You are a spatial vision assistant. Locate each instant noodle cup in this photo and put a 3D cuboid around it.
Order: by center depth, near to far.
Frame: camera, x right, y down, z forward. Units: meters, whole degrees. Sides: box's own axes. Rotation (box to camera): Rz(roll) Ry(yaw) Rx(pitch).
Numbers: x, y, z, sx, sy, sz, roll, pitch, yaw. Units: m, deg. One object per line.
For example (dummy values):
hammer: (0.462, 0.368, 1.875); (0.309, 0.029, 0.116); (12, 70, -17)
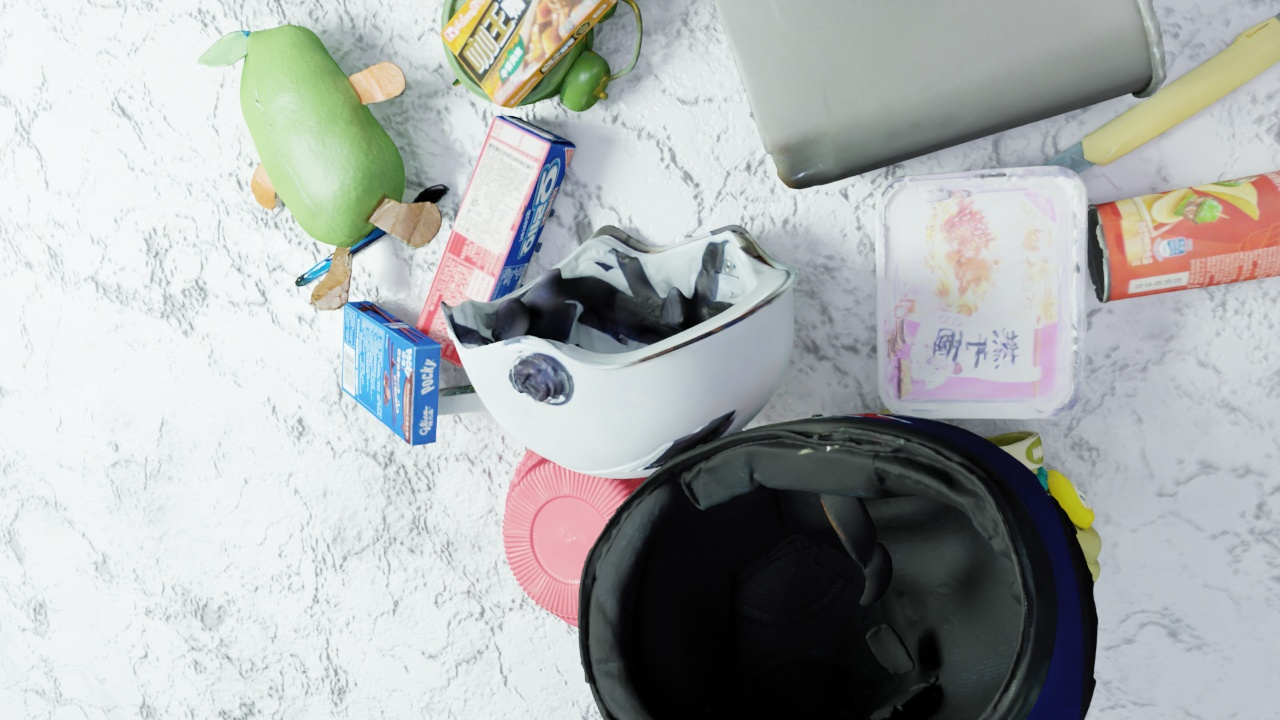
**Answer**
instant noodle cup: (0.241, -0.048, 0.657); (0.138, 0.060, 0.173); (0, 100, 16)
instant noodle cup: (-0.045, 0.144, 0.771); (0.194, 0.065, 0.194); (1, 93, 24)

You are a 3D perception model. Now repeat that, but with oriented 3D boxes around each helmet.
helmet: (0.132, 0.154, 0.550); (0.316, 0.240, 0.247); (-20, 64, 42)
helmet: (-0.004, 0.004, 0.664); (0.259, 0.228, 0.146); (9, 121, 37)

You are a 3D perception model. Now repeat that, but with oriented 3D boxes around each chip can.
chip can: (0.410, -0.087, 0.593); (0.217, 0.073, 0.073); (-10, 98, 19)

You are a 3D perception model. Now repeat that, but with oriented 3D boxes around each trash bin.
trash bin: (0.183, -0.221, 0.583); (0.220, 0.198, 0.199); (-19, 93, 27)

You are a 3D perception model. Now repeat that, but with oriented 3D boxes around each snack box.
snack box: (-0.071, -0.265, 0.670); (0.154, 0.026, 0.075); (-40, 87, 20)
snack box: (-0.122, -0.098, 0.765); (0.058, 0.057, 0.208); (29, 108, 12)
snack box: (-0.217, 0.007, 0.787); (0.157, 0.026, 0.085); (25, 114, 48)

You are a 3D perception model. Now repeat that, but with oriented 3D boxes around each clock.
clock: (-0.076, -0.256, 0.718); (0.161, 0.056, 0.116); (10, 105, 15)

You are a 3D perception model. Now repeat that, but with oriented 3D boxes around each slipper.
slipper: (0.261, 0.085, 0.668); (0.190, 0.091, 0.082); (38, 107, 10)

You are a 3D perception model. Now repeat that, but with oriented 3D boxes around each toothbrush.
toothbrush: (-0.244, -0.111, 0.826); (0.190, 0.016, 0.014); (-27, 101, 23)

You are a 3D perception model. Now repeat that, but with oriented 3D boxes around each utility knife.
utility knife: (0.351, -0.170, 0.621); (0.196, 0.020, 0.031); (-32, 85, 14)

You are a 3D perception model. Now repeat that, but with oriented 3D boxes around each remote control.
remote control: (-0.128, 0.029, 0.793); (0.135, 0.056, 0.019); (-7, 98, 19)

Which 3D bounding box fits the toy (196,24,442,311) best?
toy: (-0.267, -0.178, 0.778); (0.228, 0.089, 0.246); (-27, 89, 31)
